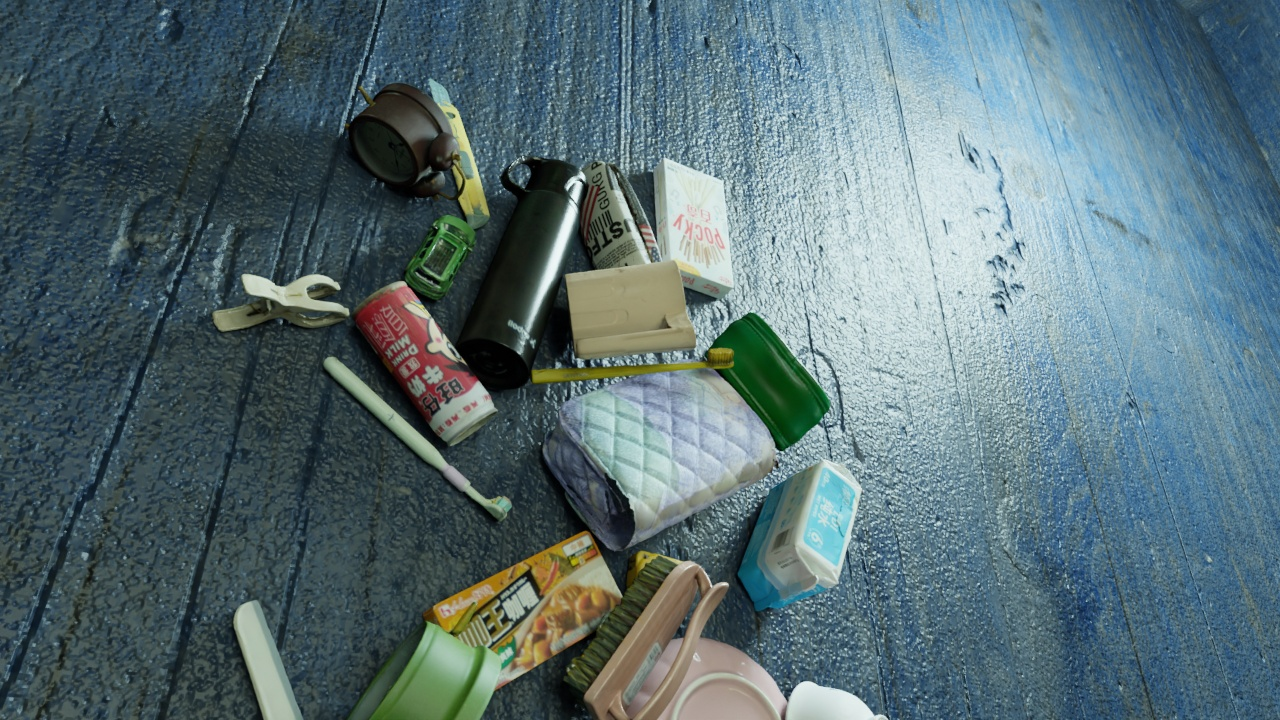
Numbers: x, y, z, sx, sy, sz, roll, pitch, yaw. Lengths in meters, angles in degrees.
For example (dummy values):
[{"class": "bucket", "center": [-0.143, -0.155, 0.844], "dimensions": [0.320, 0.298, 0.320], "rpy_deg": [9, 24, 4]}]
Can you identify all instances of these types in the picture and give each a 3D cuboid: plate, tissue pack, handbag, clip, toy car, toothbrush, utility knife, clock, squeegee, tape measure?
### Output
[{"class": "plate", "center": [0.063, 0.317, 0.738], "dimensions": [0.192, 0.039, 0.192], "rpy_deg": [18, 55, -26]}, {"class": "tissue pack", "center": [0.152, 0.164, 0.860], "dimensions": [0.063, 0.090, 0.139], "rpy_deg": [38, 47, -10]}, {"class": "handbag", "center": [0.124, 0.021, 0.919], "dimensions": [0.068, 0.120, 0.131], "rpy_deg": [-39, 86, 0]}, {"class": "clip", "center": [-0.274, -0.047, 0.716], "dimensions": [0.097, 0.060, 0.034], "rpy_deg": [-4, 66, -49]}, {"class": "toy car", "center": [-0.177, -0.096, 0.822], "dimensions": [0.043, 0.036, 0.091], "rpy_deg": [31, 46, -15]}, {"class": "toothbrush", "center": [-0.179, 0.062, 0.735], "dimensions": [0.189, 0.029, 0.020], "rpy_deg": [42, 88, -5]}, {"class": "utility knife", "center": [-0.180, -0.203, 0.902], "dimensions": [0.030, 0.019, 0.177], "rpy_deg": [-1, 60, -43]}, {"class": "clock", "center": [-0.206, -0.193, 0.827], "dimensions": [0.122, 0.082, 0.055], "rpy_deg": [40, 52, -8]}, {"class": "clock", "center": [-0.151, 0.235, 0.577], "dimensions": [0.056, 0.116, 0.160], "rpy_deg": [38, 37, -8]}, {"class": "squeegee", "center": [-0.285, 0.288, 0.507], "dimensions": [0.245, 0.039, 0.246], "rpy_deg": [-17, 74, -40]}, {"class": "tape measure", "center": [0.018, 0.194, 0.788], "dimensions": [0.060, 0.029, 0.057], "rpy_deg": [21, 53, -24]}, {"class": "toothbrush", "center": [-0.005, 0.005, 0.825], "dimensions": [0.190, 0.017, 0.015], "rpy_deg": [-5, 23, -16]}, {"class": "handbag", "center": [0.018, 0.080, 0.820], "dimensions": [0.193, 0.076, 0.134], "rpy_deg": [-18, 56, -40]}]

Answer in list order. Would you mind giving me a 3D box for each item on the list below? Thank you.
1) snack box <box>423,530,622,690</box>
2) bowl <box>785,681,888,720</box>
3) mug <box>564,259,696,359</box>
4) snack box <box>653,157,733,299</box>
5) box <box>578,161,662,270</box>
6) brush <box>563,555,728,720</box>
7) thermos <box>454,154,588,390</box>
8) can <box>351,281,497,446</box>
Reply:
[{"class": "snack box", "center": [-0.086, 0.196, 0.714], "dimensions": [0.153, 0.026, 0.075], "rpy_deg": [-19, 75, -41]}, {"class": "bowl", "center": [0.177, 0.327, 0.769], "dimensions": [0.118, 0.065, 0.118], "rpy_deg": [36, 43, -42]}, {"class": "mug", "center": [-0.012, -0.037, 0.832], "dimensions": [0.103, 0.084, 0.124], "rpy_deg": [-7, 28, -5]}, {"class": "snack box", "center": [0.058, -0.149, 1.028], "dimensions": [0.084, 0.027, 0.156], "rpy_deg": [16, 55, -28]}, {"class": "box", "center": [-0.011, -0.130, 0.939], "dimensions": [0.077, 0.075, 0.163], "rpy_deg": [-1, 62, -43]}, {"class": "brush", "center": [0.009, 0.218, 0.713], "dimensions": [0.073, 0.063, 0.145], "rpy_deg": [20, 54, 31]}, {"class": "thermos", "center": [-0.113, -0.092, 0.843], "dimensions": [0.090, 0.069, 0.241], "rpy_deg": [33, 47, -24]}, {"class": "can", "center": [-0.175, 0.003, 0.749], "dimensions": [0.053, 0.053, 0.132], "rpy_deg": [-34, 86, -43]}]
